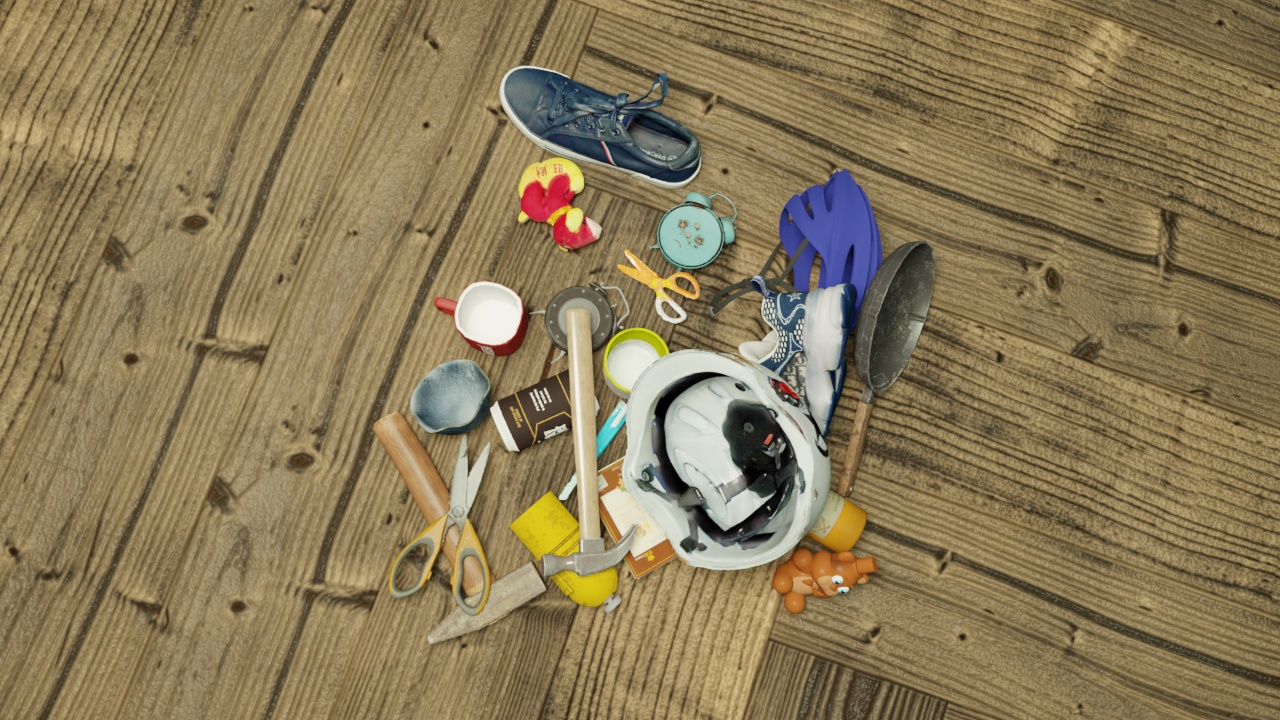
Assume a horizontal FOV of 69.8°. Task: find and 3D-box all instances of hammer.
[{"bbox_3d":[-0.071,0.099,1.143,0.119,0.031,0.331,-2,81,-16],"label":"hammer"},{"bbox_3d":[-0.262,0.203,1.181,0.158,0.037,0.300,-30,85,-7],"label":"hammer"}]

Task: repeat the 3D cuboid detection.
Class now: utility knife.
[{"bbox_3d":[-0.061,0.117,1.195,0.022,0.015,0.158,38,66,-1],"label":"utility knife"}]

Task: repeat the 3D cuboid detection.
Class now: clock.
[{"bbox_3d":[0.076,-0.175,1.242,0.124,0.053,0.090,-42,88,-7],"label":"clock"},{"bbox_3d":[-0.077,-0.054,1.221,0.122,0.044,0.091,-24,84,-6],"label":"clock"}]

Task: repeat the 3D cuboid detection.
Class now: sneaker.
[{"bbox_3d":[-0.052,-0.329,1.221,0.294,0.127,0.120,23,83,2],"label":"sneaker"},{"bbox_3d":[0.188,0.011,1.153,0.132,0.270,0.103,13,42,16],"label":"sneaker"}]

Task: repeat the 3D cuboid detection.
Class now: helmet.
[{"bbox_3d":[0.199,-0.124,1.190,0.227,0.148,0.241,-3,96,-6],"label":"helmet"},{"bbox_3d":[0.113,0.105,1.104,0.237,0.163,0.264,-38,79,29],"label":"helmet"}]

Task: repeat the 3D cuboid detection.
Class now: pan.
[{"bbox_3d":[0.305,0.014,1.198,0.040,0.207,0.357,22,102,30],"label":"pan"}]

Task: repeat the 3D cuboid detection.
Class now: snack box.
[{"bbox_3d":[0.019,0.186,1.197,0.143,0.041,0.147,-29,85,-7],"label":"snack box"}]

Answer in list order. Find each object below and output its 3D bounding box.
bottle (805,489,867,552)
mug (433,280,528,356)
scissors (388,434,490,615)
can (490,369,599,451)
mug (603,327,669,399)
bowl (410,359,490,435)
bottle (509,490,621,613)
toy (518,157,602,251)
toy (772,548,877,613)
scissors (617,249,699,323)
[{"bbox_3d":[0.211,0.186,1.195,0.157,0.068,0.067,30,82,1],"label":"bottle"},{"bbox_3d":[-0.207,-0.057,1.187,0.116,0.096,0.080,17,82,-1],"label":"mug"},{"bbox_3d":[-0.246,0.206,1.153,0.166,0.016,0.225,-1,82,-4],"label":"scissors"},{"bbox_3d":[-0.123,0.063,1.190,0.128,0.072,0.072,-24,84,-6],"label":"can"},{"bbox_3d":[-0.007,0.007,1.186,0.082,0.106,0.082,0,82,-3],"label":"mug"},{"bbox_3d":[-0.236,0.056,1.184,0.110,0.055,0.110,-11,53,14],"label":"bowl"},{"bbox_3d":[-0.088,0.251,1.168,0.071,0.071,0.164,-41,87,-8],"label":"bottle"},{"bbox_3d":[-0.115,-0.209,1.233,0.105,0.067,0.137,-26,77,-2],"label":"toy"},{"bbox_3d":[0.237,0.277,1.170,0.128,0.095,0.065,-16,39,28],"label":"toy"},{"bbox_3d":[0.016,-0.097,1.242,0.133,0.012,0.084,26,117,19],"label":"scissors"}]
